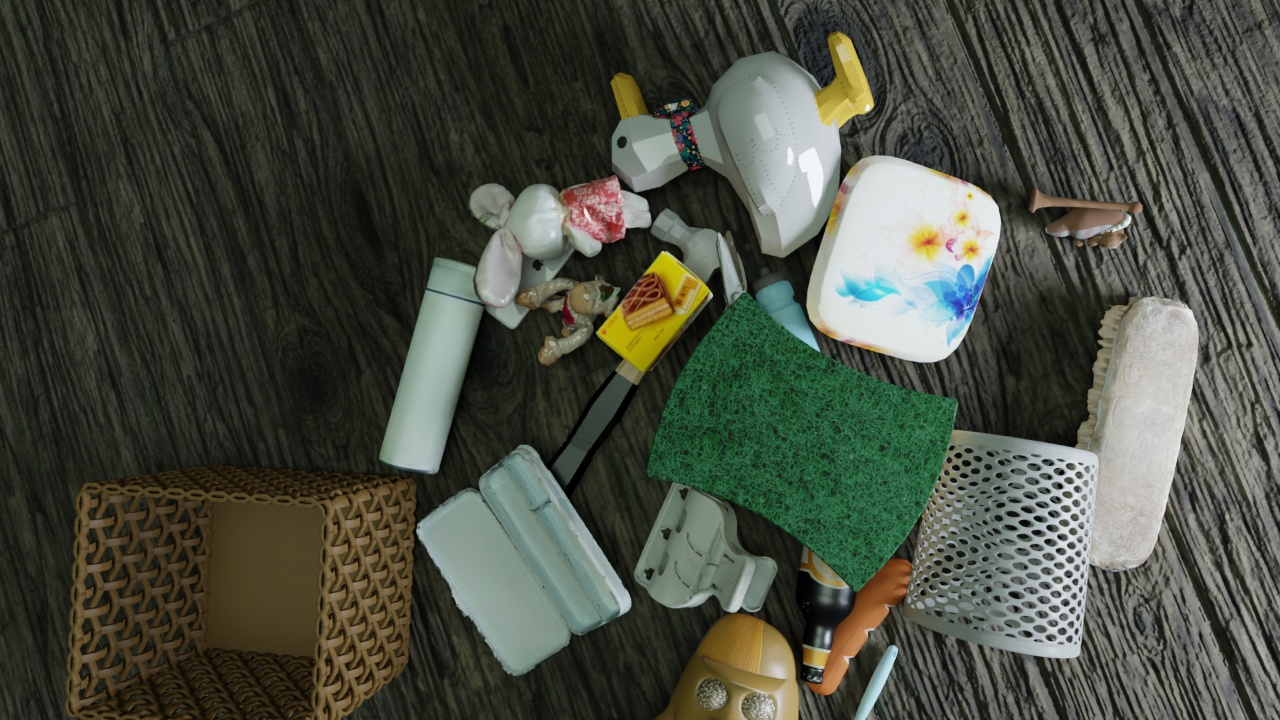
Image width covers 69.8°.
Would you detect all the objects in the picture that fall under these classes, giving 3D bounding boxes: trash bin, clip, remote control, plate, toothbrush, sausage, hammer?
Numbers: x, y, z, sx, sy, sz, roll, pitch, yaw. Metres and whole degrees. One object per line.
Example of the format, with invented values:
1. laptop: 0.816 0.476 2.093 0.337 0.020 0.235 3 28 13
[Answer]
1. trash bin: 0.343 0.166 0.868 0.156 0.156 0.183 9 87 8
2. clip: 0.064 0.202 0.941 0.144 0.074 0.125 26 96 39
3. remote control: -0.113 -0.103 1.009 0.045 0.008 0.146 38 93 7
4. plate: 0.266 -0.096 0.908 0.187 0.016 0.187 14 98 -17
5. toothbrush: 0.230 0.364 0.947 0.022 0.016 0.155 22 93 -24
6. sausage: 0.222 0.269 0.938 0.044 0.039 0.164 36 94 -3
7. hammer: -0.006 0.006 0.979 0.131 0.039 0.328 34 94 6

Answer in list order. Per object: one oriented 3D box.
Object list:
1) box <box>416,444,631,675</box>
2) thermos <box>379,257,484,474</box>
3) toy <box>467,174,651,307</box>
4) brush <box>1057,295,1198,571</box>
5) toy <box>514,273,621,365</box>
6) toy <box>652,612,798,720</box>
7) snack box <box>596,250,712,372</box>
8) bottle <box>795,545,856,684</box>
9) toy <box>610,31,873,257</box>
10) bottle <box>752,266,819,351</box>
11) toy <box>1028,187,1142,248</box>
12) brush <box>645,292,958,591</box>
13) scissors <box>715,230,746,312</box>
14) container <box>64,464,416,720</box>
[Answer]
1. box: -0.126 0.216 0.985 0.193 0.061 0.210 -39 83 27
2. thermos: -0.221 0.005 0.994 0.068 0.068 0.230 17 91 8
3. toy: -0.087 -0.144 0.961 0.194 0.084 0.159 -14 60 0
4. brush: 0.477 0.069 0.898 0.083 0.056 0.271 11 91 4
5. toy: -0.065 -0.050 0.963 0.106 0.074 0.085 -21 82 25
6. toy: 0.092 0.355 0.903 0.199 0.162 0.203 13 80 8
7. snack box: 0.017 -0.047 0.914 0.061 0.083 0.106 40 96 5
8. bottle: 0.186 0.229 0.919 0.059 0.059 0.181 10 80 8
9. toy: 0.101 -0.221 0.922 0.268 0.140 0.246 -25 87 19
10. bottle: 0.153 -0.037 0.955 0.040 0.040 0.130 -23 86 7
11. toy: 0.440 -0.140 0.915 0.102 0.041 0.055 8 128 17
12. brush: 0.149 0.075 0.872 0.250 0.075 0.195 28 88 9
13. scissors: 0.100 -0.032 0.943 0.188 0.015 0.146 41 97 -15
14. container: -0.390 0.230 0.937 0.252 0.214 0.219 2 89 8
